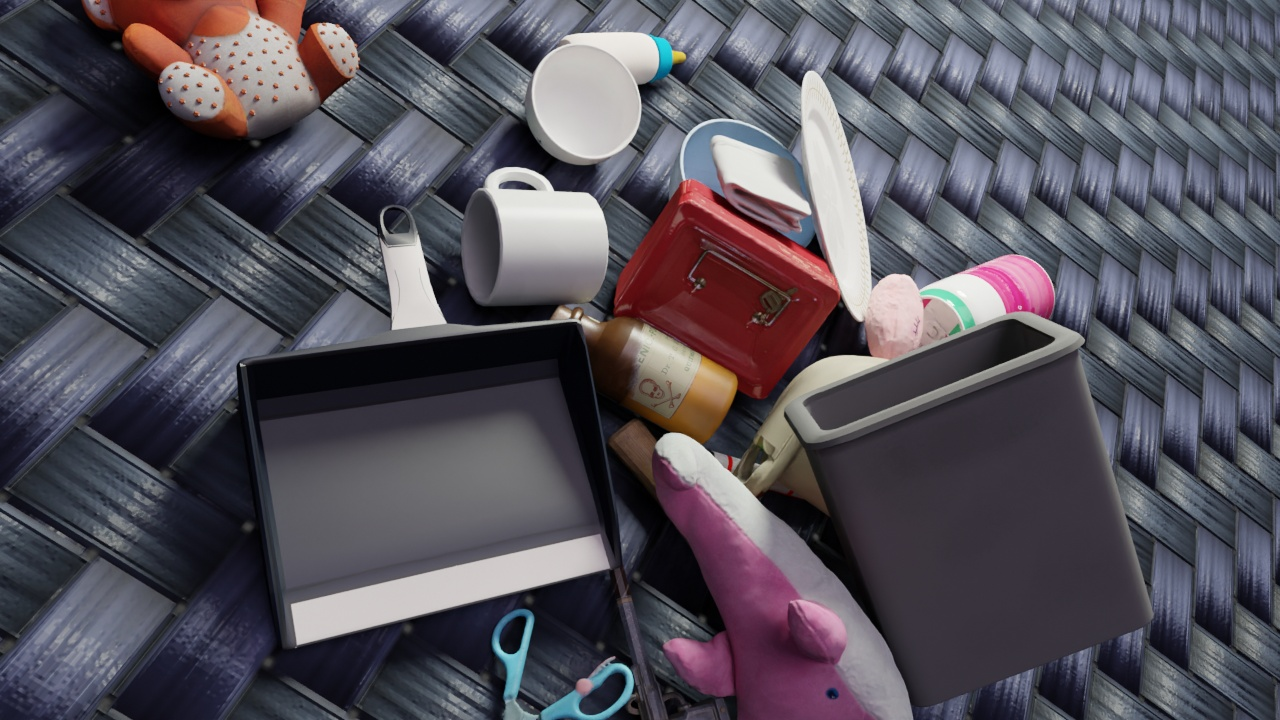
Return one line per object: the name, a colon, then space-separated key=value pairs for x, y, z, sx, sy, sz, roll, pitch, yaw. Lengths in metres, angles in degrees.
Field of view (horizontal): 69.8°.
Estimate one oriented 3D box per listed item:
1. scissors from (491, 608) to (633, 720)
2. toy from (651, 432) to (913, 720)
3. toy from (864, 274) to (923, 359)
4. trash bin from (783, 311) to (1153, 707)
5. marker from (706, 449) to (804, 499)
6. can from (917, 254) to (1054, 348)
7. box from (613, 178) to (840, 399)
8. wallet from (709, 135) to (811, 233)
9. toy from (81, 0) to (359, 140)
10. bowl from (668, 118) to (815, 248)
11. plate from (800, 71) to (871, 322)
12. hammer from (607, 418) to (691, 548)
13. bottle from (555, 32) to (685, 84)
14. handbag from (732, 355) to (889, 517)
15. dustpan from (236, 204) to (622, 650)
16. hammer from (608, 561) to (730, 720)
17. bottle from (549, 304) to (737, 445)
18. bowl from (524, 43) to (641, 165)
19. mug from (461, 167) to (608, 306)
scissors: x=-0.078 y=0.220 z=0.609 sx=0.136 sy=0.015 sz=0.126 roll=-25 pitch=54 yaw=-17
toy: x=0.075 y=0.174 z=0.639 sx=0.128 sy=0.186 sz=0.265 roll=-37 pitch=82 yaw=3
toy: x=0.242 y=-0.024 z=0.882 sx=0.053 sy=0.105 sz=0.108 roll=4 pitch=51 yaw=14
trash bin: x=0.233 y=0.105 z=0.653 sx=0.192 sy=0.097 sz=0.220 roll=-22 pitch=105 yaw=3
marker: x=0.110 y=0.101 z=0.787 sx=0.145 sy=0.019 sz=0.019 roll=18 pitch=58 yaw=-20
can: x=0.351 y=-0.051 z=0.954 sx=0.165 sy=0.088 sz=0.088 roll=-20 pitch=76 yaw=-34
box: x=0.071 y=-0.058 z=0.769 sx=0.158 sy=0.129 sz=0.086 roll=29 pitch=28 yaw=-11
wallet: x=0.099 y=-0.152 z=0.794 sx=0.086 sy=0.032 sz=0.116 roll=22 pitch=32 yaw=-12
toy: x=-0.322 y=-0.253 z=0.695 sx=0.172 sy=0.093 sz=0.163 roll=46 pitch=54 yaw=2
bowl: x=0.086 y=-0.145 z=0.869 sx=0.150 sy=0.075 sz=0.150 roll=12 pitch=61 yaw=-23
plate: x=0.185 y=-0.155 z=0.885 sx=0.242 sy=0.016 sz=0.242 roll=38 pitch=46 yaw=-56
hammer: x=0.086 y=0.169 z=0.726 sx=0.305 sy=0.040 sz=0.132 roll=50 pitch=50 yaw=6
bottle: x=-0.013 y=-0.298 z=0.910 sx=0.146 sy=0.051 sz=0.051 roll=-14 pitch=73 yaw=-33
handbag: x=0.218 y=0.089 z=0.749 sx=0.229 sy=0.132 sz=0.184 roll=33 pitch=92 yaw=-17
dustpan: x=-0.146 y=0.026 z=0.631 sx=0.235 sy=0.080 sz=0.273 roll=-8 pitch=65 yaw=-24
hammer: x=-0.019 y=0.152 z=0.681 sx=0.098 sy=0.044 sz=0.321 roll=-3 pitch=64 yaw=-30
bottle: x=-0.004 y=0.004 z=0.738 sx=0.157 sy=0.068 sz=0.067 roll=29 pitch=55 yaw=-7
bowl: x=-0.056 y=-0.229 z=0.838 sx=0.104 sy=0.054 sz=0.105 roll=2 pitch=85 yaw=-22
mug: x=-0.090 y=-0.104 z=0.742 sx=0.090 sy=0.091 sz=0.121 roll=-3 pitch=68 yaw=-30
